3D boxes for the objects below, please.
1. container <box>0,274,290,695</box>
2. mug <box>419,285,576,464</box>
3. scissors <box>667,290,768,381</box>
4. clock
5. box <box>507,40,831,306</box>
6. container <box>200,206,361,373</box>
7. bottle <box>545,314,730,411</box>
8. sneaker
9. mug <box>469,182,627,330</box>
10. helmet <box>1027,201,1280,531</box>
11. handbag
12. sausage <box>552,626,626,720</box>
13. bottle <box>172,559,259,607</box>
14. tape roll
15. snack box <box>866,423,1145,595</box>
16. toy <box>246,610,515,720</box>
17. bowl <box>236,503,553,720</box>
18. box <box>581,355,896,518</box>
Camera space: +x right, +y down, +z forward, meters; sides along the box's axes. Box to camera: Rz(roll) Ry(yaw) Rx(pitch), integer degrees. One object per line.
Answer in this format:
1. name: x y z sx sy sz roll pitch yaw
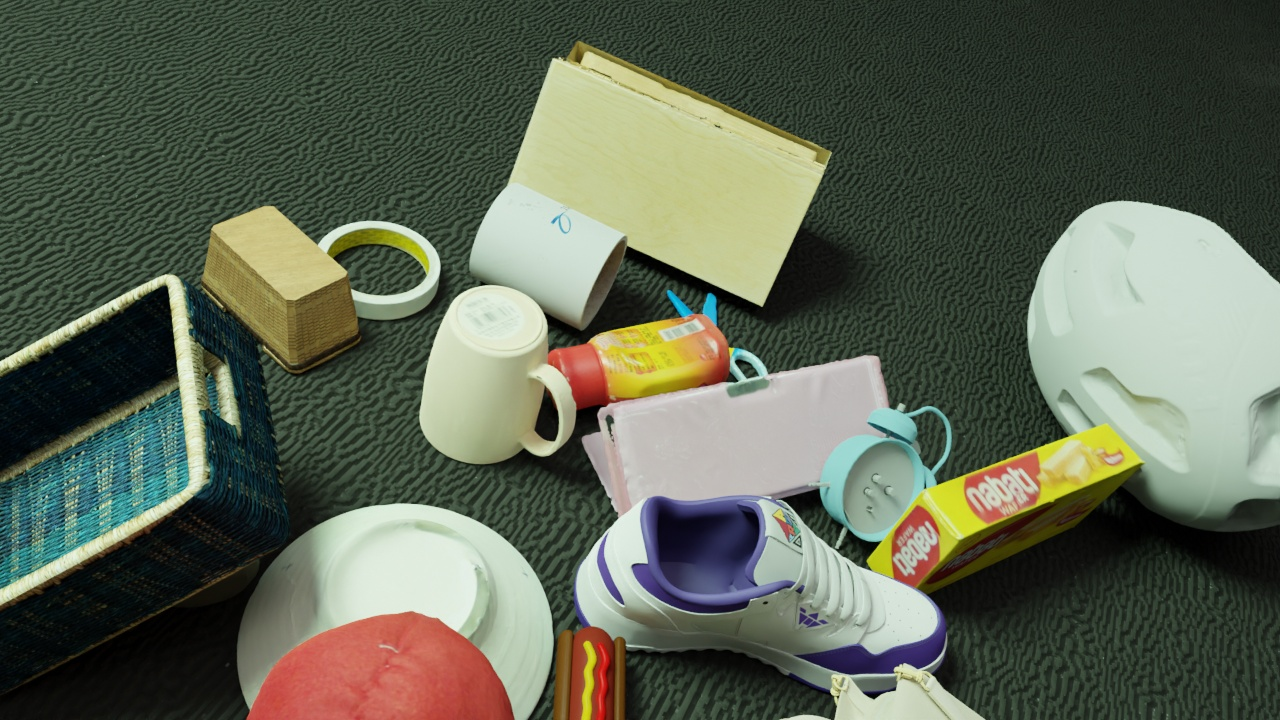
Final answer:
1. container: -0.282 0.063 0.462 0.187 0.071 0.145 -28 56 2
2. mug: -0.090 0.015 0.612 0.111 0.105 0.085 35 47 16
3. scissors: 0.064 -0.015 0.760 0.109 0.018 0.130 17 46 -8
4. clock: 0.181 0.079 0.658 0.123 0.087 0.042 -33 22 -18
5. box: 0.032 -0.177 0.822 0.248 0.142 0.178 25 38 3
6. container: -0.255 -0.055 0.649 0.114 0.061 0.063 39 48 17
7. bottle: -0.004 0.004 0.683 0.134 0.049 0.071 -11 40 -20
8. sneaker: 0.088 0.132 0.561 0.244 0.111 0.091 11 46 -10
9. mug: -0.068 -0.086 0.742 0.096 0.083 0.119 26 17 5
10. helmet: 0.424 0.000 0.730 0.183 0.224 0.282 -20 62 -6
11. handbag: 0.124 0.243 0.441 0.198 0.102 0.194 45 44 -14
12. sausage: -0.029 0.216 0.492 0.040 0.040 0.155 10 46 -11
13. bottle: -0.254 0.081 0.523 0.060 0.060 0.108 -7 51 -25
14. tape roll: -0.204 -0.071 0.713 0.094 0.019 0.093 10 46 -11
15. snack box: 0.263 0.108 0.660 0.200 0.092 0.042 -13 54 -29
16. toy: -0.124 0.215 0.394 0.147 0.099 0.215 18 65 -12
17. bowl: -0.131 0.140 0.513 0.176 0.058 0.176 10 46 -10
18. box: 0.074 0.061 0.678 0.232 0.080 0.099 -11 88 -27
